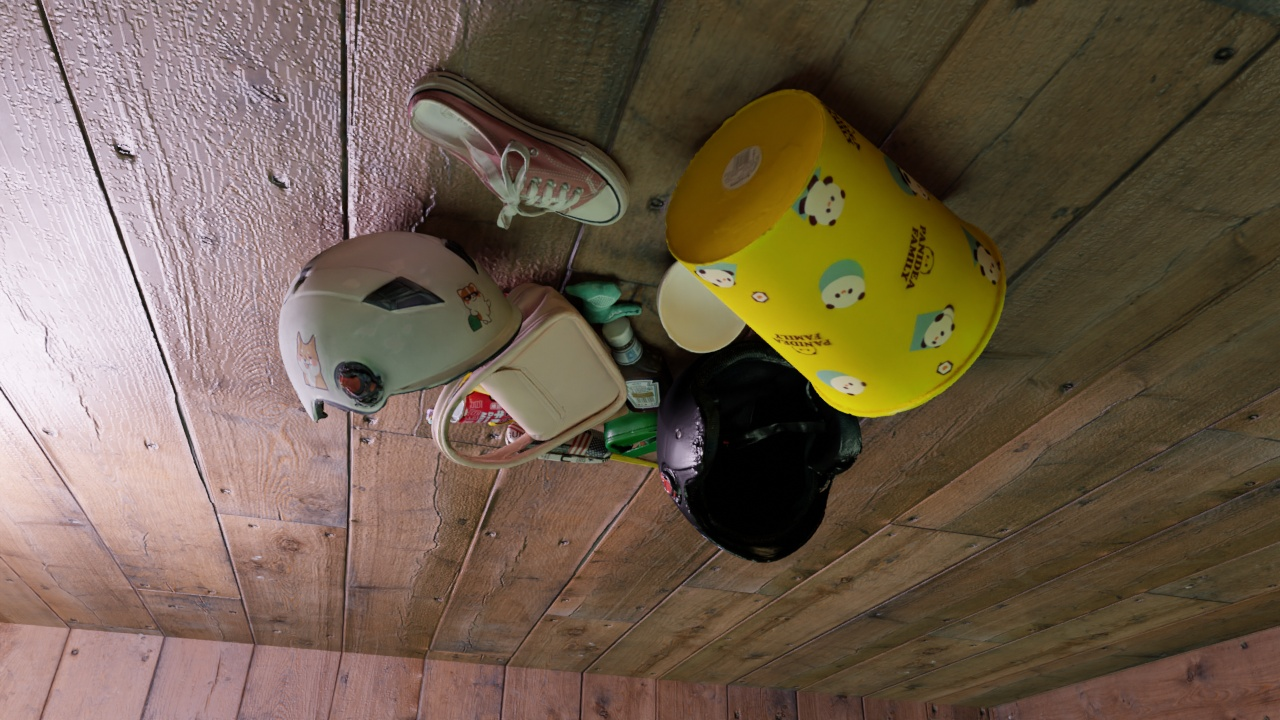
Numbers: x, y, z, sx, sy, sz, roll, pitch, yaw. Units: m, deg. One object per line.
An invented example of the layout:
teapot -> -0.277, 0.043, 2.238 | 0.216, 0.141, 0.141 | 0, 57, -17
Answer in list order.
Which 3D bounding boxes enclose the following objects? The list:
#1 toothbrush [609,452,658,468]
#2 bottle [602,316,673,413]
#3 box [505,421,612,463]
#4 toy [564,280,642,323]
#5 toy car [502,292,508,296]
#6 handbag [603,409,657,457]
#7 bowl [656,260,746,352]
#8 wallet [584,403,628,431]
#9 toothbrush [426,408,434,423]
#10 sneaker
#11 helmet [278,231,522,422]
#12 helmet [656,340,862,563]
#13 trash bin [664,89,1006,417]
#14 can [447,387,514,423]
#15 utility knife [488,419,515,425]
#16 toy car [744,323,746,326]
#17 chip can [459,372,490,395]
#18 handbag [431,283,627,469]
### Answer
toothbrush -> 0.001, 0.173, 1.525 | 0.190, 0.016, 0.016 | 16, 147, -22
bottle -> -0.007, 0.007, 1.221 | 0.080, 0.044, 0.195 | -7, 148, 13
box -> -0.121, 0.124, 1.369 | 0.164, 0.068, 0.052 | 9, 136, -12
toy -> -0.044, -0.070, 1.109 | 0.096, 0.030, 0.092 | -3, 155, -7
toy car -> -0.160, -0.038, 1.149 | 0.053, 0.045, 0.121 | -7, 135, 16
handbag -> 0.015, 0.098, 1.359 | 0.132, 0.068, 0.120 | -17, 152, 27
bowl -> 0.062, -0.073, 1.047 | 0.118, 0.118, 0.065 | 19, -175, -26
wallet -> -0.087, 0.080, 1.288 | 0.101, 0.020, 0.115 | -20, -170, -29
toothbrush -> -0.274, 0.045, 1.322 | 0.021, 0.029, 0.190 | -28, 168, -39
sneaker -> -0.113, -0.177, 0.870 | 0.241, 0.087, 0.119 | 25, 142, -33
helmet -> -0.276, -0.058, 0.986 | 0.275, 0.229, 0.157 | -9, 118, 35
helmet -> 0.134, 0.112, 1.181 | 0.233, 0.274, 0.230 | -1, 180, -18
trash bin -> 0.174, -0.102, 0.867 | 0.255, 0.229, 0.230 | 32, 138, -33
can -> -0.215, 0.053, 1.269 | 0.093, 0.066, 0.067 | 2, 154, -35
utility knife -> -0.164, 0.081, 1.379 | 0.156, 0.015, 0.033 | -11, 145, 20
toy car -> 0.088, -0.057, 1.120 | 0.048, 0.032, 0.105 | 26, 153, -35
chip can -> -0.183, 0.016, 1.216 | 0.213, 0.072, 0.072 | 19, 145, -27
handbag -> -0.146, 0.040, 1.109 | 0.234, 0.093, 0.193 | -42, 134, -6
